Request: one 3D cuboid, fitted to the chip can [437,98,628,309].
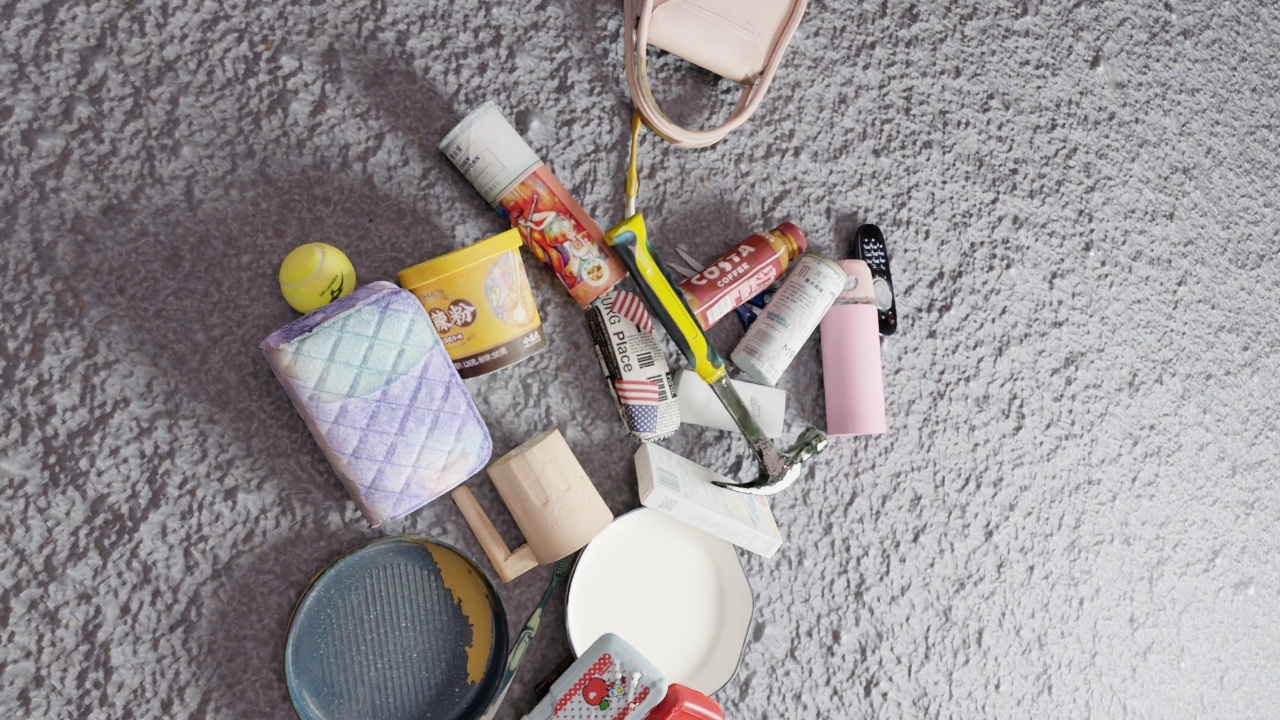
[{"bbox_3d":[-0.102,-0.152,0.913,0.214,0.071,0.071,48,68,-12],"label":"chip can"}]

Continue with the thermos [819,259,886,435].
[{"bbox_3d":[0.229,-0.013,1.046,0.087,0.067,0.198,-5,85,5],"label":"thermos"}]

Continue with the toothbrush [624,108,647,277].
[{"bbox_3d":[-0.006,-0.182,0.989,0.018,0.016,0.191,9,79,-31],"label":"toothbrush"}]

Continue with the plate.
[{"bbox_3d":[0.016,0.247,0.920,0.204,0.046,0.204,6,76,-23],"label":"plate"}]

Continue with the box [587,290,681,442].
[{"bbox_3d":[-0.008,0.006,0.952,0.068,0.052,0.164,-17,83,-14],"label":"box"}]

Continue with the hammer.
[{"bbox_3d":[0.064,0.001,0.923,0.126,0.032,0.323,-39,105,-19],"label":"hammer"}]

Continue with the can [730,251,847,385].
[{"bbox_3d":[0.161,-0.045,0.999,0.058,0.058,0.146,38,83,-15],"label":"can"}]

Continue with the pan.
[{"bbox_3d":[-0.197,0.333,0.808,0.197,0.078,0.357,-9,87,-23],"label":"pan"}]

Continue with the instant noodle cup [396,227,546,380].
[{"bbox_3d":[-0.151,-0.051,0.860,0.118,0.119,0.114,-25,102,-24],"label":"instant noodle cup"}]

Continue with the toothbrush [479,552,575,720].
[{"bbox_3d":[-0.110,0.269,0.887,0.016,0.018,0.191,33,72,-15],"label":"toothbrush"}]

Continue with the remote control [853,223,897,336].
[{"bbox_3d":[0.277,-0.095,1.093,0.053,0.024,0.136,-5,86,-34],"label":"remote control"}]

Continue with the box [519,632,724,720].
[{"bbox_3d":[-0.036,0.362,0.849,0.161,0.058,0.201,38,99,-16],"label":"box"}]

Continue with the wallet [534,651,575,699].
[{"bbox_3d":[-0.034,0.337,0.912,0.096,0.020,0.122,-41,99,-27],"label":"wallet"}]

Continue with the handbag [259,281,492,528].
[{"bbox_3d":[-0.227,0.036,0.812,0.134,0.076,0.194,-31,112,-20],"label":"handbag"}]

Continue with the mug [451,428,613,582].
[{"bbox_3d":[-0.105,0.139,0.879,0.125,0.084,0.103,-30,95,3],"label":"mug"}]

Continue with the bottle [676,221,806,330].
[{"bbox_3d":[0.104,-0.090,0.989,0.174,0.057,0.057,-35,98,-20],"label":"bottle"}]

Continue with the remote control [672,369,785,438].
[{"bbox_3d":[0.096,0.048,1.001,0.135,0.019,0.056,11,80,-22],"label":"remote control"}]

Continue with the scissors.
[{"bbox_3d":[0.110,-0.080,1.028,0.132,0.012,0.172,-33,96,-21],"label":"scissors"}]

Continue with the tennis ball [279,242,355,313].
[{"bbox_3d":[-0.290,-0.073,0.825,0.065,0.066,0.065,3,82,-23],"label":"tennis ball"}]

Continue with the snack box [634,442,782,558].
[{"bbox_3d":[0.068,0.142,0.944,0.156,0.084,0.027,27,112,-18],"label":"snack box"}]

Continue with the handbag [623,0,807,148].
[{"bbox_3d":[0.067,-0.350,1.007,0.193,0.093,0.234,16,82,-21],"label":"handbag"}]
